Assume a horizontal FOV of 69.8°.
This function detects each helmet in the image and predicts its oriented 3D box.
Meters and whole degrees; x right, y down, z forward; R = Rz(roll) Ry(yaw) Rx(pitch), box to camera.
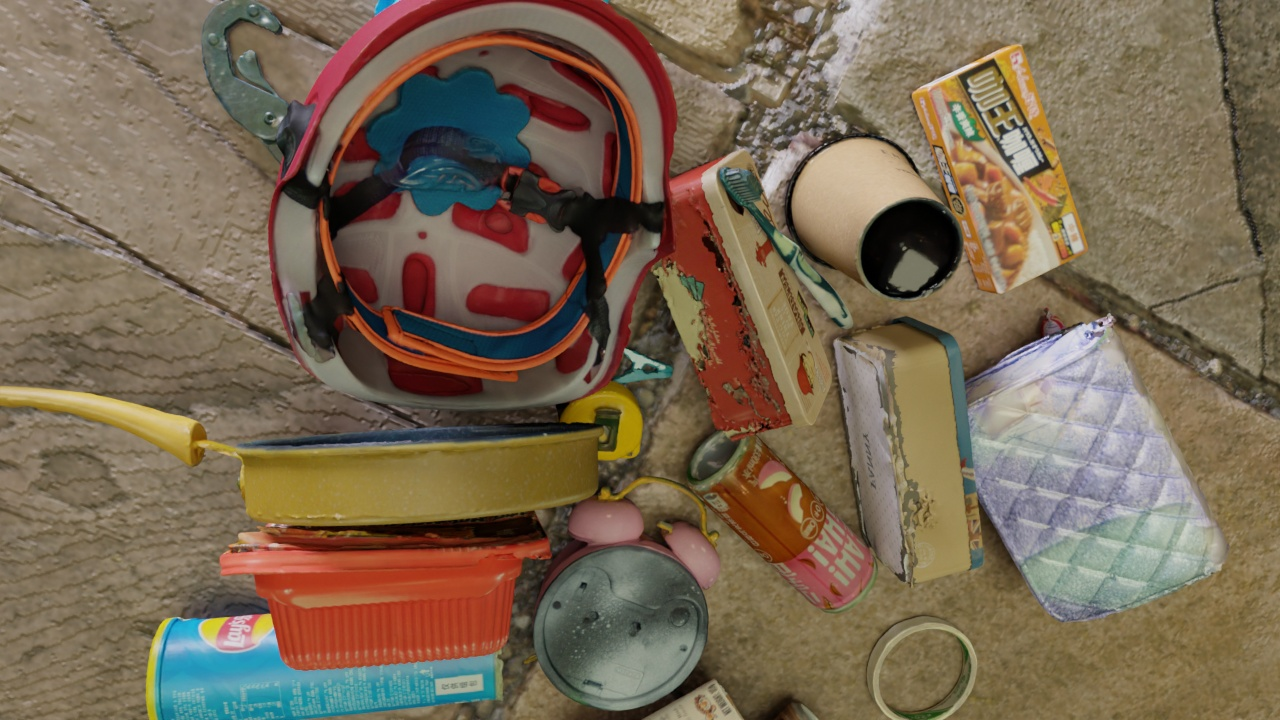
[{"bbox_3d":[-0.093,-0.097,0.494,0.206,0.144,0.241,3,123,-31],"label":"helmet"}]

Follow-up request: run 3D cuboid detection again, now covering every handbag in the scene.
[{"bbox_3d":[0.308,0.079,0.649,0.134,0.075,0.194,-28,101,18],"label":"handbag"}]

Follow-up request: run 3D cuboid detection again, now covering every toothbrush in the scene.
[{"bbox_3d":[0.100,-0.065,0.576,0.191,0.018,0.016,38,58,-47],"label":"toothbrush"}]

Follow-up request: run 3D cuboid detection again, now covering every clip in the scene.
[{"bbox_3d":[-0.004,0.004,0.621,0.054,0.013,0.033,6,101,-11],"label":"clip"}]

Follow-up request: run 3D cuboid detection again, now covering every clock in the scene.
[{"bbox_3d":[-0.008,0.154,0.626,0.117,0.060,0.158,23,97,-12],"label":"clock"}]

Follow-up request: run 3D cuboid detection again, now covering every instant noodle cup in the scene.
[{"bbox_3d":[0.026,0.287,0.617,0.124,0.116,0.117,-36,148,-6],"label":"instant noodle cup"},{"bbox_3d":[-0.137,0.122,0.527,0.164,0.189,0.079,-1,87,-9],"label":"instant noodle cup"}]

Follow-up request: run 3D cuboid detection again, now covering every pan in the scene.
[{"bbox_3d":[-0.198,0.044,0.503,0.357,0.198,0.078,-2,87,-9],"label":"pan"}]

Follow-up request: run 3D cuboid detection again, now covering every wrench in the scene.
[{"bbox_3d":[-0.179,-0.094,0.570,0.056,0.016,0.273,-33,104,-2],"label":"wrench"}]

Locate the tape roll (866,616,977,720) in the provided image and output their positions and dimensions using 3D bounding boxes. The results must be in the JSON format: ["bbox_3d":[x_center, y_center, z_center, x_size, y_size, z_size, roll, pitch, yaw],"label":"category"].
[{"bbox_3d":[0.216,0.239,0.705,0.085,0.014,0.086,-2,101,-10],"label":"tape roll"}]

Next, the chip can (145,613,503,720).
[{"bbox_3d":[-0.196,0.194,0.594,0.210,0.071,0.071,-2,101,-10],"label":"chip can"}]

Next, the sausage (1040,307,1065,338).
[{"bbox_3d":[0.320,0.033,0.681,0.020,0.020,0.156,-20,104,-6],"label":"sausage"}]

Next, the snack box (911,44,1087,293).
[{"bbox_3d":[0.249,-0.130,0.634,0.075,0.026,0.154,-26,104,-5],"label":"snack box"}]

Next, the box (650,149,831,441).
[{"bbox_3d":[0.053,-0.038,0.580,0.076,0.091,0.168,-16,105,28],"label":"box"}]

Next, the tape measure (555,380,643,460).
[{"bbox_3d":[-0.027,0.043,0.610,0.060,0.029,0.057,0,118,-11],"label":"tape measure"}]

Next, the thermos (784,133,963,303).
[{"bbox_3d":[0.145,-0.088,0.571,0.093,0.143,0.093,-1,112,-3],"label":"thermos"}]

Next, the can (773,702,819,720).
[{"bbox_3d":[0.092,0.311,0.673,0.116,0.058,0.058,-43,105,0],"label":"can"}]

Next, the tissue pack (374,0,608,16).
[{"bbox_3d":[-0.085,-0.205,0.541,0.140,0.063,0.090,9,99,-12],"label":"tissue pack"}]

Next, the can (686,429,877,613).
[{"bbox_3d":[0.098,0.110,0.632,0.058,0.058,0.147,-46,109,0],"label":"can"}]

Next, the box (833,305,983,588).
[{"bbox_3d":[0.180,0.055,0.624,0.059,0.089,0.184,-12,107,-7],"label":"box"}]
